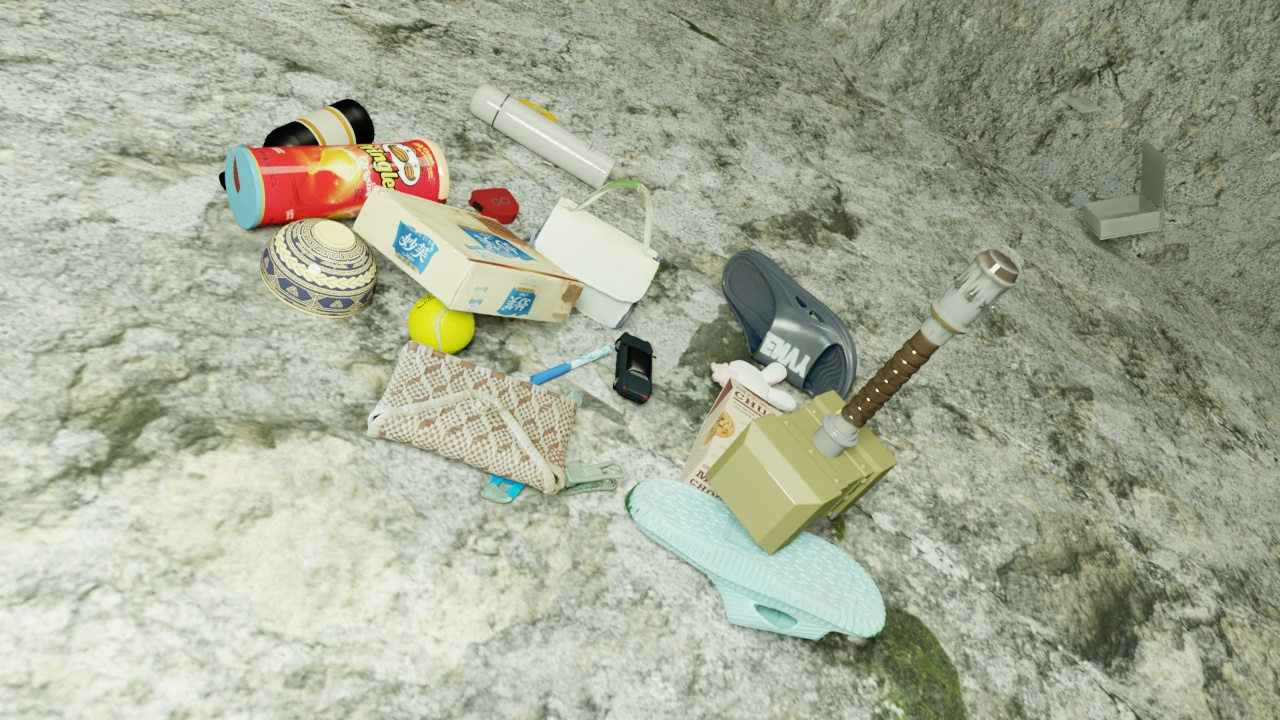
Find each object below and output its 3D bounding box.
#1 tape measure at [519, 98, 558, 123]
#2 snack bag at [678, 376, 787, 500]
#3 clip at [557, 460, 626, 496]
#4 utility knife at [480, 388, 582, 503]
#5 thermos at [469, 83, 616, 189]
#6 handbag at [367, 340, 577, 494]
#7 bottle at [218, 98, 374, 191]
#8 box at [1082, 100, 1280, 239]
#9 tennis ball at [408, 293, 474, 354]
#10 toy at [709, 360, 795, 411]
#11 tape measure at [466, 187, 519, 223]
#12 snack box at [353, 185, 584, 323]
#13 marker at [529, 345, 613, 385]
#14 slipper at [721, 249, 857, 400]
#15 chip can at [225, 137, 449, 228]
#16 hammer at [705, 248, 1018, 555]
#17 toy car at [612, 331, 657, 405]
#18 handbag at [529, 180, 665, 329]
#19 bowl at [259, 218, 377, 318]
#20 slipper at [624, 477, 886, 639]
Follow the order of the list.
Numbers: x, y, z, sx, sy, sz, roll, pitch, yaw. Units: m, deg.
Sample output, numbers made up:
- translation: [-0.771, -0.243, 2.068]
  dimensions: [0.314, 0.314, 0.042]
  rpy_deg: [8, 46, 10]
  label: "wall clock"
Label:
- translation: [-0.157, -0.362, 1.390]
  dimensions: [0.068, 0.030, 0.058]
  rpy_deg: [18, 38, -20]
  label: "tape measure"
- translation: [0.118, 0.096, 1.033]
  dimensions: [0.094, 0.070, 0.205]
  rpy_deg: [34, 34, -3]
  label: "snack bag"
- translation: [-0.049, 0.116, 0.905]
  dimensions: [0.075, 0.043, 0.023]
  rpy_deg: [-1, 50, -42]
  label: "clip"
- translation: [-0.101, 0.081, 0.916]
  dimensions: [0.031, 0.015, 0.206]
  rpy_deg: [39, 32, -3]
  label: "utility knife"
- translation: [-0.144, -0.328, 1.340]
  dimensions: [0.224, 0.052, 0.052]
  rpy_deg: [30, 34, -8]
  label: "thermos"
- translation: [-0.151, 0.051, 0.866]
  dimensions: [0.185, 0.047, 0.124]
  rpy_deg: [20, 33, -10]
  label: "handbag"
- translation: [-0.378, -0.229, 1.006]
  dimensions: [0.059, 0.059, 0.181]
  rpy_deg: [41, 50, 8]
  label: "bottle"
- translation: [1.513, -0.529, 2.564]
  dimensions: [0.234, 0.530, 0.166]
  rpy_deg: [31, 27, -11]
  label: "box"
- translation: [-0.201, -0.037, 0.926]
  dimensions: [0.065, 0.066, 0.065]
  rpy_deg: [23, 36, -18]
  label: "tennis ball"
- translation: [0.138, 0.029, 1.160]
  dimensions: [0.125, 0.037, 0.075]
  rpy_deg: [8, 46, -30]
  label: "toy"
- translation: [-0.186, -0.197, 1.175]
  dimensions: [0.058, 0.019, 0.051]
  rpy_deg: [-14, 59, -40]
  label: "tape measure"
- translation: [-0.174, -0.107, 0.971]
  dimensions: [0.153, 0.055, 0.207]
  rpy_deg: [37, 15, 24]
  label: "snack box"
- translation: [-0.074, 0.003, 1.033]
  dimensions: [0.013, 0.013, 0.141]
  rpy_deg: [46, 35, 15]
  label: "marker"
- translation: [0.185, -0.050, 1.237]
  dimensions: [0.083, 0.111, 0.268]
  rpy_deg: [-8, 49, -42]
  label: "slipper"
- translation: [-0.318, -0.190, 0.977]
  dimensions: [0.212, 0.087, 0.087]
  rpy_deg: [-14, 57, -41]
  label: "chip can"
- translation: [0.221, 0.027, 0.848]
  dimensions: [0.189, 0.326, 0.100]
  rpy_deg: [-14, 58, -48]
  label: "hammer"
- translation: [-0.006, 0.006, 1.067]
  dimensions: [0.046, 0.034, 0.112]
  rpy_deg: [24, 35, -16]
  label: "toy car"
- translation: [-0.046, -0.136, 1.080]
  dimensions: [0.151, 0.176, 0.073]
  rpy_deg: [31, 36, -7]
  label: "handbag"
- translation: [-0.313, -0.103, 0.914]
  dimensions: [0.112, 0.061, 0.112]
  rpy_deg: [23, 36, -18]
  label: "bowl"
- translation: [0.107, 0.200, 0.904]
  dimensions: [0.276, 0.070, 0.115]
  rpy_deg: [24, 32, 11]
  label: "slipper"
